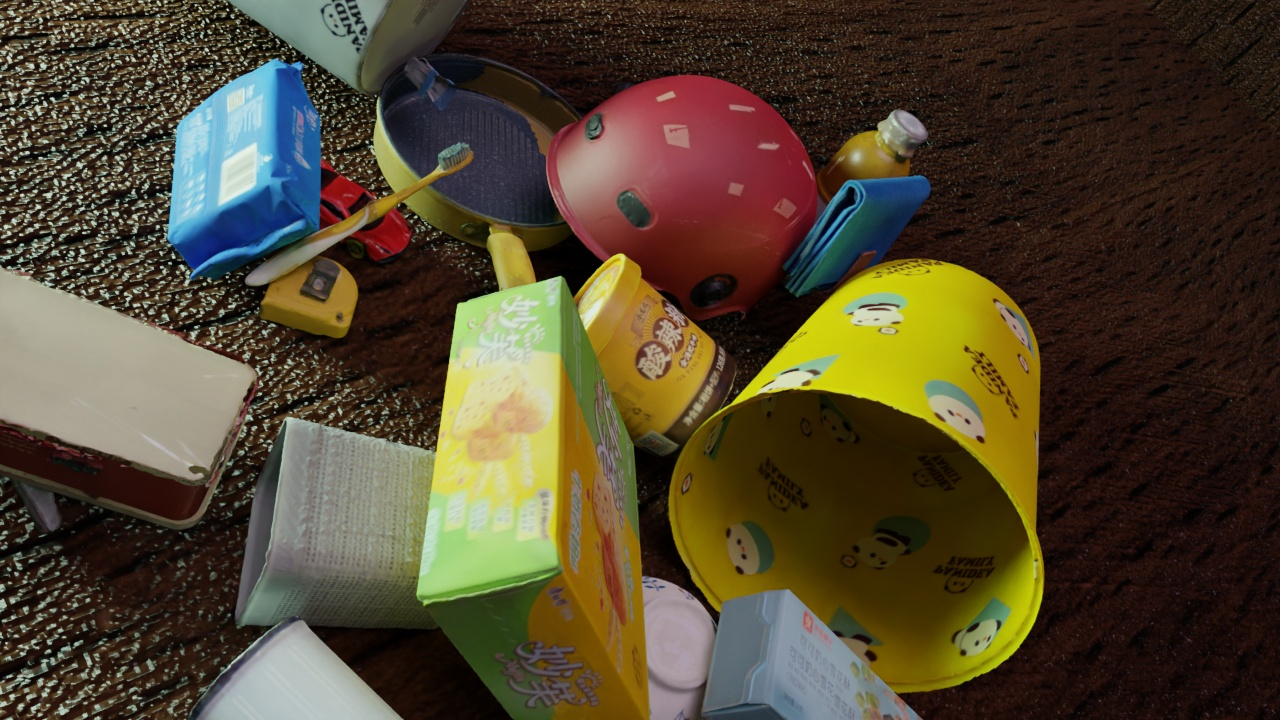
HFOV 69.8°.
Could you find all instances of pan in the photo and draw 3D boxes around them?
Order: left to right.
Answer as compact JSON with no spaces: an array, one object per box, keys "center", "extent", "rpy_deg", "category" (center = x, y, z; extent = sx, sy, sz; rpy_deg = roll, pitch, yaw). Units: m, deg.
[{"center":[-0.107,-0.121,0.714],"extent":[0.197,0.078,0.356],"rpy_deg":[10,52,-25],"category":"pan"}]

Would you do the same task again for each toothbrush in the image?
[{"center":[-0.189,-0.104,0.634],"extent":[0.016,0.018,0.190],"rpy_deg":[35,57,26],"category":"toothbrush"}]

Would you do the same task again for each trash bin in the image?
[{"center":[-0.261,-0.362,0.716],"extent":[0.252,0.230,0.228],"rpy_deg":[38,45,-7],"category":"trash bin"},{"center":[0.176,0.060,0.657],"extent":[0.229,0.230,0.254],"rpy_deg":[40,39,2],"category":"trash bin"}]

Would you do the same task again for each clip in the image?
[{"center":[-0.170,-0.223,0.727],"extent":[0.045,0.027,0.058],"rpy_deg":[12,27,-51],"category":"clip"}]

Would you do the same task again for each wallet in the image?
[{"center":[0.178,-0.103,0.750],"extent":[0.040,0.107,0.132],"rpy_deg":[47,35,21],"category":"wallet"}]

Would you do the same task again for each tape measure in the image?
[{"center":[-0.221,-0.046,0.620],"extent":[0.060,0.029,0.057],"rpy_deg":[18,48,-19],"category":"tape measure"}]

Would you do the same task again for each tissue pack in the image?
[{"center":[-0.262,-0.129,0.618],"extent":[0.052,0.095,0.157],"rpy_deg":[46,26,-55],"category":"tissue pack"}]

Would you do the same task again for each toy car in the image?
[{"center":[-0.218,-0.112,0.674],"extent":[0.106,0.031,0.049],"rpy_deg":[34,46,-7],"category":"toy car"}]

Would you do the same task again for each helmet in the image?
[{"center":[0.052,-0.150,0.754],"extent":[0.239,0.144,0.206],"rpy_deg":[3,56,-52],"category":"helmet"}]

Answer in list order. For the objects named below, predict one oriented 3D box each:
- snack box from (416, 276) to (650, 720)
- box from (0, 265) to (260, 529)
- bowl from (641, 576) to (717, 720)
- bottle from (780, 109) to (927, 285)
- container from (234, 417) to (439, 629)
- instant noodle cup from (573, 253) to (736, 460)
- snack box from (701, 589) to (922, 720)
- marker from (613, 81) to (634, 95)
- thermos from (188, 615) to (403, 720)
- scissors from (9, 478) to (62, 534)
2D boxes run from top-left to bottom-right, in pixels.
[{"center":[-0.051,0.079,0.513],"extent":[0.070,0.158,0.209],"rpy_deg":[-13,42,8],"category":"snack box"},{"center":[-0.294,0.012,0.476],"extent":[0.168,0.080,0.091],"rpy_deg":[24,50,-20],"category":"box"},{"center":[0.010,0.181,0.562],"extent":[0.113,0.062,0.113],"rpy_deg":[18,48,-21],"category":"bowl"},{"center":[0.183,-0.144,0.830],"extent":[0.068,0.190,0.067],"rpy_deg":[18,47,-20],"category":"bottle"},{"center":[-0.152,0.097,0.511],"extent":[0.114,0.090,0.090],"rpy_deg":[14,50,-27],"category":"container"},{"center":[-0.004,0.004,0.659],"extent":[0.114,0.119,0.118],"rpy_deg":[36,45,-14],"category":"instant noodle cup"},{"center":[0.111,0.218,0.559],"extent":[0.175,0.052,0.074],"rpy_deg":[46,41,-27],"category":"snack box"},{"center":[-0.030,-0.236,0.894],"extent":[0.022,0.018,0.130],"rpy_deg":[24,46,-2],"category":"marker"},{"center":[-0.113,0.226,0.445],"extent":[0.224,0.073,0.073],"rpy_deg":[41,45,6],"category":"thermos"},{"center":[-0.373,0.000,0.501],"extent":[0.226,0.015,0.188],"rpy_deg":[13,50,-24],"category":"scissors"}]
